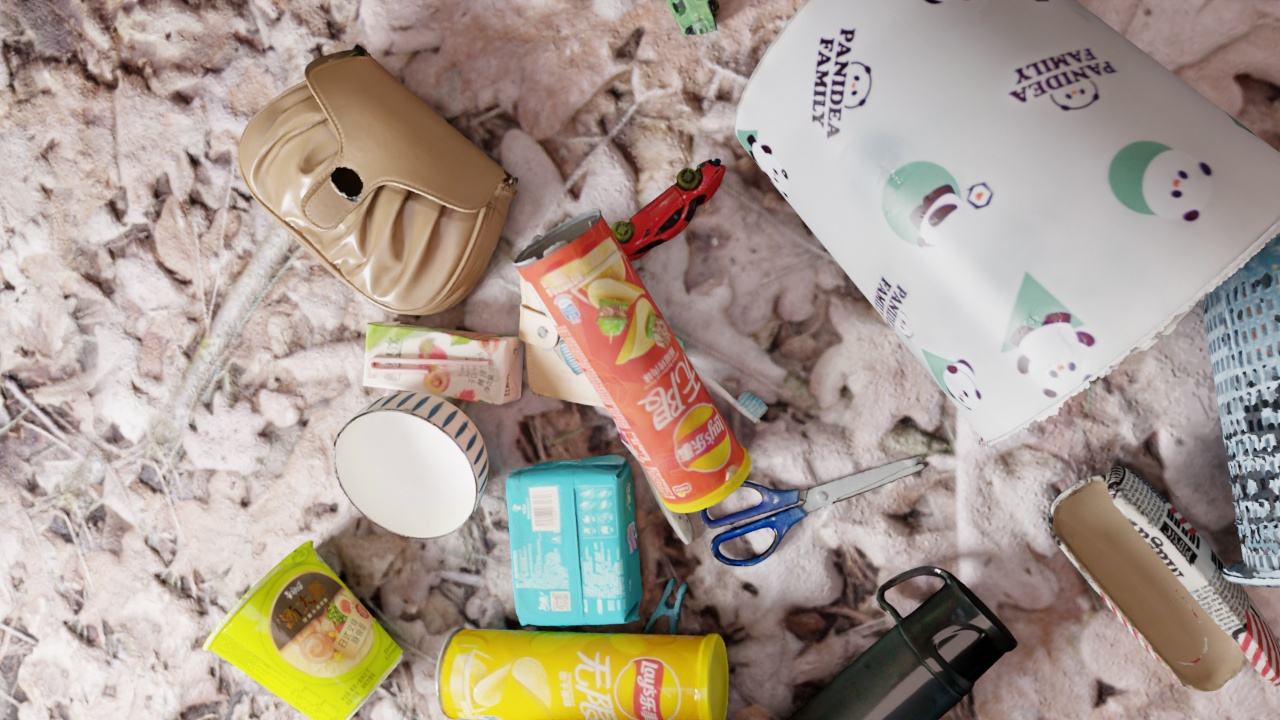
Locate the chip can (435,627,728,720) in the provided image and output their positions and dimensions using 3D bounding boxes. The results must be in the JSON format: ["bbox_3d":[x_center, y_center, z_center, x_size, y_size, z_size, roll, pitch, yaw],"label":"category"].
[{"bbox_3d":[-0.044,0.239,0.691,0.214,0.072,0.072,-3,92,16],"label":"chip can"}]

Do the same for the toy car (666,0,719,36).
[{"bbox_3d":[0.031,-0.281,0.668,0.036,0.043,0.091,-19,88,13],"label":"toy car"}]

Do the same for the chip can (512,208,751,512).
[{"bbox_3d":[-0.004,0.004,0.641,0.073,0.073,0.216,-29,108,12],"label":"chip can"}]

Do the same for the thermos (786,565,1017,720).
[{"bbox_3d":[0.151,0.251,0.664,0.243,0.068,0.090,-46,57,9],"label":"thermos"}]

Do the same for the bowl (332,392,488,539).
[{"bbox_3d":[-0.169,0.073,0.711,0.116,0.066,0.117,6,118,11],"label":"bowl"}]

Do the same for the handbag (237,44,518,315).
[{"bbox_3d":[-0.201,-0.133,0.698,0.204,0.099,0.148,40,97,4],"label":"handbag"}]

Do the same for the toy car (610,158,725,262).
[{"bbox_3d":[0.021,-0.109,0.676,0.106,0.049,0.031,-39,85,11],"label":"toy car"}]

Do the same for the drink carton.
[{"bbox_3d":[-0.156,0.001,0.723,0.122,0.045,0.053,7,95,13],"label":"drink carton"}]

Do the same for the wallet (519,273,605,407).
[{"bbox_3d":[-0.052,-0.024,0.693,0.087,0.024,0.115,7,116,18],"label":"wallet"}]

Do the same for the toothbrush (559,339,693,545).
[{"bbox_3d":[-0.010,0.062,0.691,0.017,0.016,0.187,-23,103,36],"label":"toothbrush"}]

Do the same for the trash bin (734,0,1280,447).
[{"bbox_3d":[0.208,-0.115,0.554,0.230,0.229,0.252,-43,79,11],"label":"trash bin"}]

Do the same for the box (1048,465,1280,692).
[{"bbox_3d":[0.350,0.143,0.598,0.076,0.088,0.162,-36,82,-3],"label":"box"}]

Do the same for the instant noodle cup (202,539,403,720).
[{"bbox_3d":[-0.260,0.226,0.734,0.123,0.111,0.112,42,100,-1],"label":"instant noodle cup"}]

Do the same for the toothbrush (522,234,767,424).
[{"bbox_3d":[0.001,-0.022,0.697,0.224,0.026,0.027,38,92,8],"label":"toothbrush"}]

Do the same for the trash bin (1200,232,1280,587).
[{"bbox_3d":[0.431,0.011,0.524,0.227,0.226,0.195,-14,77,13],"label":"trash bin"}]

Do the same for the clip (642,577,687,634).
[{"bbox_3d":[0.022,0.196,0.711,0.039,0.014,0.056,22,99,10],"label":"clip"}]

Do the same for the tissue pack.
[{"bbox_3d":[-0.050,0.142,0.705,0.093,0.050,0.133,-3,93,12],"label":"tissue pack"}]

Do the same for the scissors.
[{"bbox_3d":[0.131,0.114,0.683,0.175,0.012,0.108,3,92,11],"label":"scissors"}]
